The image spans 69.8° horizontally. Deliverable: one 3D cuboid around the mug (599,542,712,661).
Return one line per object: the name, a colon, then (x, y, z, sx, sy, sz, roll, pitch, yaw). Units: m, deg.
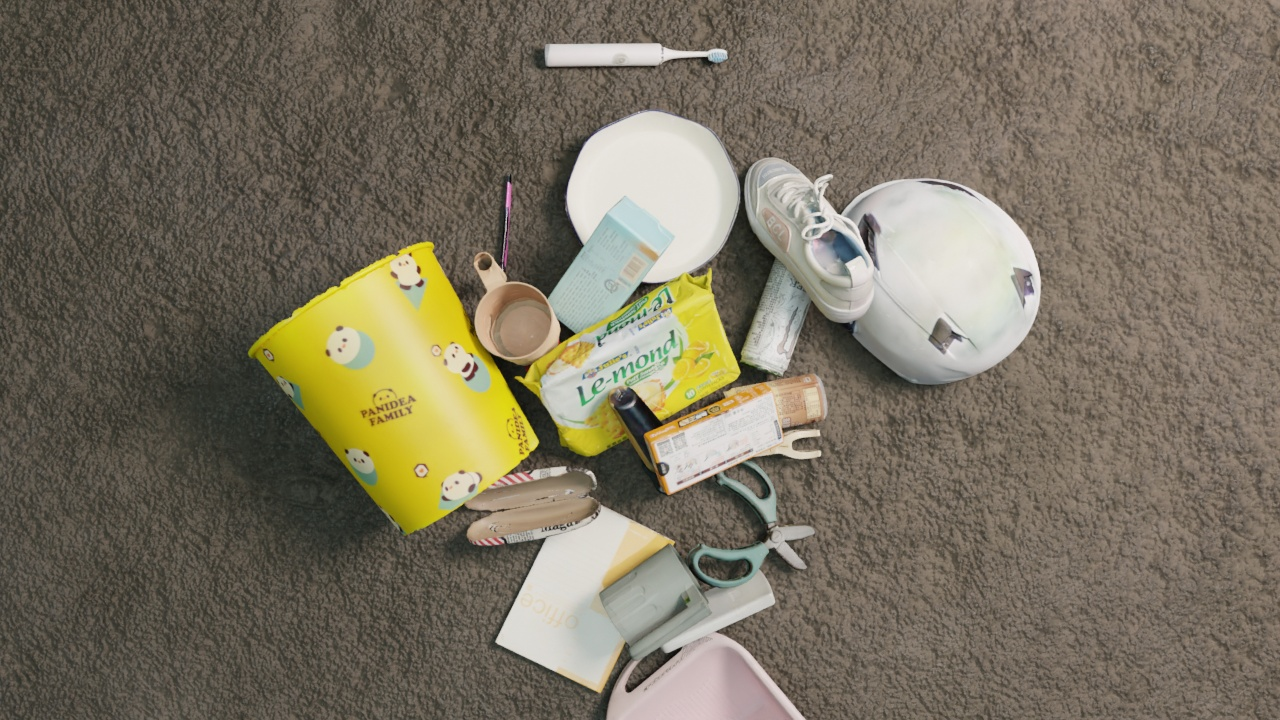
mug: (0.019, 0.282, 1.054, 0.103, 0.124, 0.084, -33, 110, -1)

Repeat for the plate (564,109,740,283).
plate: (0.014, -0.194, 1.103, 0.205, 0.045, 0.205, 0, 90, 0)

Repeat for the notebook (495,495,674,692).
notebook: (-0.068, 0.281, 1.116, 0.146, 0.010, 0.206, 27, 89, -1)

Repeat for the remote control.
remote control: (0.086, 0.299, 1.095, 0.150, 0.058, 0.021, -25, 112, 0)

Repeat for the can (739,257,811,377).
can: (0.168, -0.057, 1.098, 0.058, 0.058, 0.146, 20, 89, -1)

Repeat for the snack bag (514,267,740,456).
snack bag: (-0.006, 0.006, 1.057, 0.246, 0.158, 0.068, -29, 48, -2)

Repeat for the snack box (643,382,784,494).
snack box: (0.085, 0.088, 1.038, 0.153, 0.026, 0.075, -23, 120, -9)

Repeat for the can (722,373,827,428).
can: (0.160, 0.053, 1.097, 0.116, 0.058, 0.058, -10, 90, -1)

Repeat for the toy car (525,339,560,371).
toy car: (-0.121, -0.015, 1.101, 0.053, 0.045, 0.120, -22, 92, 0)

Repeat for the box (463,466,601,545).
box: (-0.127, 0.180, 1.078, 0.163, 0.076, 0.087, -12, 60, 4)

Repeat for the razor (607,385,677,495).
razor: (0.008, 0.090, 1.061, 0.068, 0.167, 0.062, 10, 56, 39)

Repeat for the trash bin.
trash bin: (-0.257, 0.036, 1.017, 0.229, 0.229, 0.255, -33, 96, -1)

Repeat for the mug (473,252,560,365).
mug: (-0.144, -0.055, 1.028, 0.084, 0.103, 0.124, -29, 84, -2)

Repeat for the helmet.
helmet: (0.345, -0.099, 1.057, 0.229, 0.146, 0.258, -33, 90, -1)

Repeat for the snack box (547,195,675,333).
snack box: (-0.038, -0.100, 1.049, 0.074, 0.051, 0.175, 40, 132, -1)

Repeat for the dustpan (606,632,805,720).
dustpan: (0.076, 0.442, 1.024, 0.222, 0.273, 0.139, -40, 115, -4)

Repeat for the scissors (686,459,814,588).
scissors: (0.126, 0.187, 1.101, 0.170, 0.019, 0.181, -8, 78, -18)

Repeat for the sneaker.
sneaker: (0.186, -0.158, 1.036, 0.089, 0.091, 0.242, -22, 58, -8)

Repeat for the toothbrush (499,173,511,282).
toothbrush: (-0.168, -0.133, 1.116, 0.018, 0.014, 0.189, 3, 89, 11)

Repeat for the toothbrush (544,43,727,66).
toothbrush: (-0.005, -0.370, 1.113, 0.221, 0.027, 0.026, -1, 56, -1)

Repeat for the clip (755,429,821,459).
clip: (0.169, 0.102, 1.102, 0.099, 0.066, 0.034, -1, 90, -12)
